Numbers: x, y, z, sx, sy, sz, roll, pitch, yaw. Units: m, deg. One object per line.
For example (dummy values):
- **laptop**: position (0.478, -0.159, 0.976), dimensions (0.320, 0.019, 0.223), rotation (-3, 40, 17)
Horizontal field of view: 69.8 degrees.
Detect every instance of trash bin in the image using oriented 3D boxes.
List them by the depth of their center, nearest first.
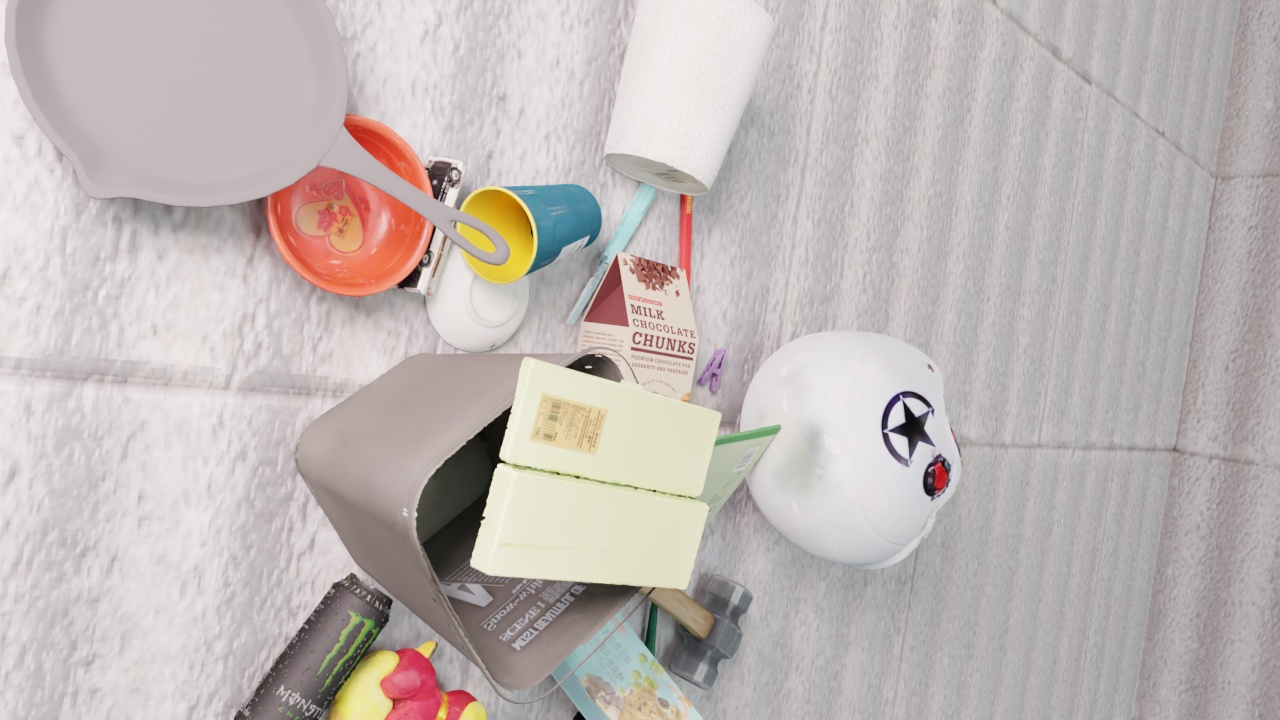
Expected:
- **trash bin**: position (-0.123, 0.096, 0.682), dimensions (0.196, 0.220, 0.197), rotation (-39, 121, -33)
- **trash bin**: position (0.039, -0.249, 0.857), dimensions (0.133, 0.133, 0.161), rotation (19, 88, -44)

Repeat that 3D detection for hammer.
- **hammer**: position (0.023, 0.234, 0.921), dimensions (0.117, 0.051, 0.323), rotation (-61, 142, -18)

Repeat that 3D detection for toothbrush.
- **toothbrush**: position (0.050, -0.088, 0.963), dimensions (0.012, 0.018, 0.212), rotation (-6, 100, -43)
- **toothbrush**: position (0.008, 0.295, 0.978), dimensions (0.017, 0.016, 0.190), rotation (-1, 98, -47)

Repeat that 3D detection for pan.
- **pan**: position (-0.239, -0.161, 0.610), dimensions (0.354, 0.024, 0.216), rotation (32, 72, -22)

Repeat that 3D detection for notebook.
- **notebook**: position (0.014, 0.139, 0.892), dimensions (0.252, 0.010, 0.182), rotation (-6, 139, -43)

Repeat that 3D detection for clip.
- **clip**: position (0.078, 0.012, 1.009), dimensions (0.046, 0.014, 0.050), rotation (-7, 104, -40)

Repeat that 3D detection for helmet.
- **helmet**: position (0.201, 0.097, 0.991), dimensions (0.163, 0.237, 0.264), rotation (3, 88, -39)

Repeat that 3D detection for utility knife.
- **utility knife**: position (-0.026, -0.106, 0.887), dimensions (0.022, 0.016, 0.177), rotation (44, 64, -37)

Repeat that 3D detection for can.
- **can**: position (-0.247, 0.231, 0.699), dimensions (0.137, 0.054, 0.054), rotation (-56, 129, -22)

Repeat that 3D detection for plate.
- **plate**: position (-0.132, -0.058, 0.786), dimensions (0.104, 0.026, 0.104), rotation (-7, 101, -43)

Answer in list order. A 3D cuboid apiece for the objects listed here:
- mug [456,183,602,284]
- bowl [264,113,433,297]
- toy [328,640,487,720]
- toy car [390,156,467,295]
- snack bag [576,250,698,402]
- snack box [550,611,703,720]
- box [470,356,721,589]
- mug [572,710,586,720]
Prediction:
- **mug**: position (-0.086, -0.114, 0.775), dimensions (0.121, 0.078, 0.078), rotation (-28, 116, -57)
- **bowl**: position (-0.220, -0.114, 0.678), dimensions (0.130, 0.045, 0.130), rotation (-8, 101, -43)
- **toy**: position (-0.191, 0.286, 0.764), dimensions (0.137, 0.067, 0.105), rotation (28, 74, -30)
- **toy car**: position (-0.168, -0.106, 0.739), dimensions (0.039, 0.039, 0.113), rotation (35, 70, -63)
- **snack bag**: position (-0.005, 0.005, 0.887), dimensions (0.094, 0.070, 0.206), rotation (9, 90, -45)
- **snack box**: position (-0.020, 0.309, 0.869), dimensions (0.074, 0.053, 0.174), rotation (-33, 79, -37)
- **box**: position (-0.019, 0.081, 0.610), dimensions (0.187, 0.024, 0.137), rotation (20, 80, -44)
- **mug**: position (-0.013, 0.368, 0.936), dimensions (0.100, 0.085, 0.118), rotation (5, 64, -43)
